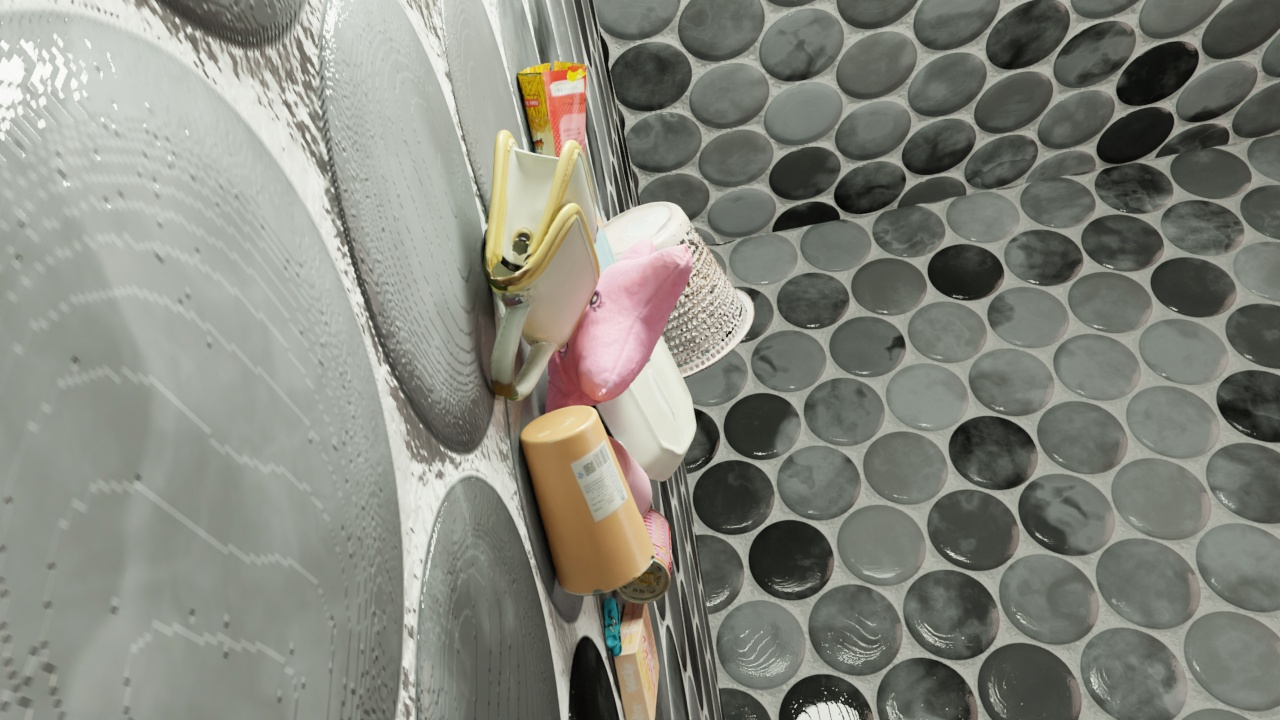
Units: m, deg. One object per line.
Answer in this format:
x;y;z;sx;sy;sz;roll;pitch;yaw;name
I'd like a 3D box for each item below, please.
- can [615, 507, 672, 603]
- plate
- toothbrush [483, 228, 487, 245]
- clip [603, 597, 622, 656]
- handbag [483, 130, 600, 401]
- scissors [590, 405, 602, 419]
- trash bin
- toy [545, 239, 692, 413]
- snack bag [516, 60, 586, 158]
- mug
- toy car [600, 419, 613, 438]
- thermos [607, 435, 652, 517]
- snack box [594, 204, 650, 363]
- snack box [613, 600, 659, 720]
0.001;0.211;0.996;0.093;0.066;0.066;-91;170;-67;can
-0.006;0.006;1.000;0.266;0.034;0.161;63;31;-16;plate
-0.104;-0.108;0.732;0.189;0.016;0.014;-89;175;-75;toothbrush
-0.027;0.254;0.881;0.048;0.014;0.056;72;7;-45;clip
-0.069;-0.053;0.654;0.163;0.063;0.178;76;19;-75;handbag
-0.034;0.023;1.050;0.177;0.019;0.169;-16;89;-67;scissors
0.025;-0.108;1.307;0.227;0.228;0.192;-94;160;-56;trash bin
-0.022;-0.022;0.751;0.074;0.195;0.178;31;23;-18;toy
-0.083;-0.219;1.014;0.128;0.073;0.208;-82;167;-64;snack bag
-0.042;0.100;0.675;0.078;0.078;0.123;-88;162;-70;mug
-0.034;0.063;1.101;0.105;0.031;0.049;-63;134;-67;toy car
-0.028;0.108;0.861;0.198;0.067;0.087;59;24;-74;thermos
-0.047;-0.070;0.881;0.074;0.051;0.175;-171;-119;-76;snack box
-0.002;0.317;0.966;0.157;0.026;0.084;-58;137;-84;snack box
